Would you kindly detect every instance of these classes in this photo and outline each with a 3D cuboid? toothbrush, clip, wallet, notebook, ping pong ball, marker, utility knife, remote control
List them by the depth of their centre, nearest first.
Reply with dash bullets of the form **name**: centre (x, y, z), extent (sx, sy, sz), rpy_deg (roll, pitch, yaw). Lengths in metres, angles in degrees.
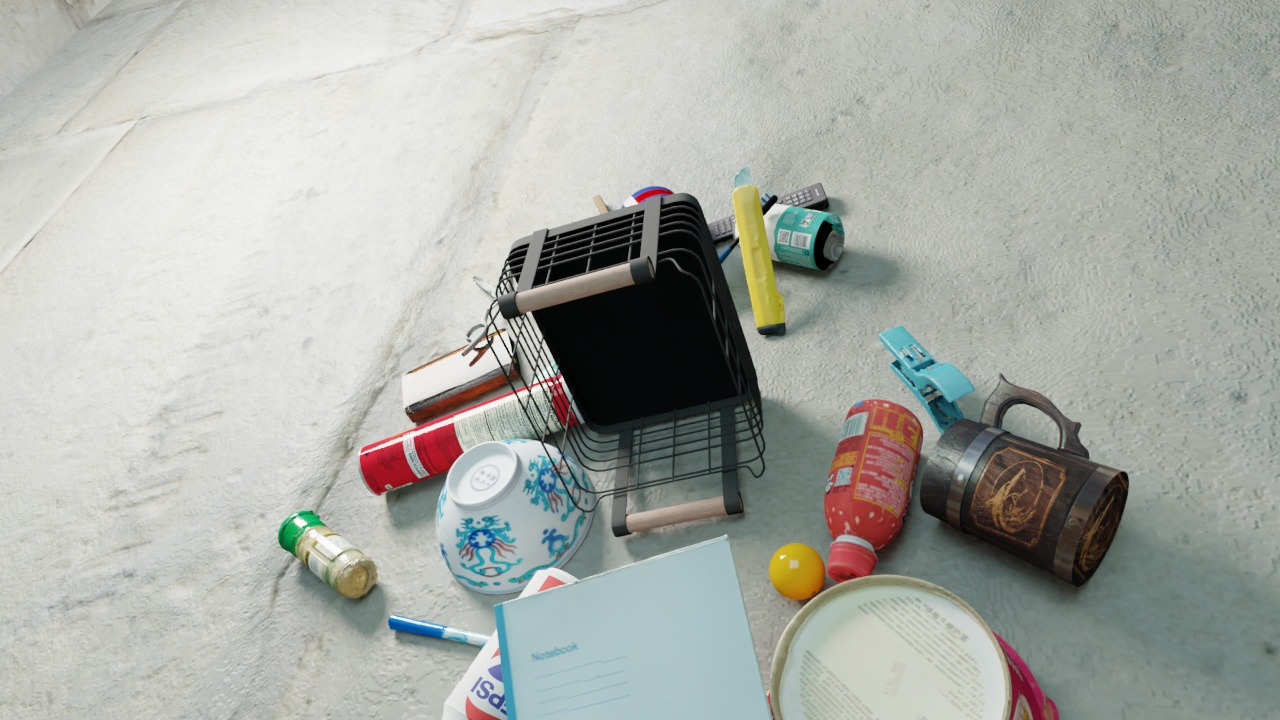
- **notebook**: centre (0.000, 0.253, 0.558), extent (0.181, 0.009, 0.253), rpy_deg (-22, 63, 19)
- **ping pong ball**: centre (0.113, 0.152, 0.660), extent (0.040, 0.040, 0.040), rpy_deg (-14, 44, 14)
- **clip**: centre (0.236, 0.035, 0.724), extent (0.031, 0.121, 0.130), rpy_deg (-29, 12, 1)
- **marker**: centre (-0.146, 0.222, 0.738), extent (0.142, 0.013, 0.013), rpy_deg (2, 50, 27)
- **utility knife**: centre (0.110, -0.103, 0.862), extent (0.030, 0.017, 0.164), rpy_deg (-10, 85, 7)
- **toothbrush**: centre (0.074, -0.096, 0.890), extent (0.014, 0.014, 0.168), rpy_deg (43, 101, 9)
- **toothbrush**: centre (-0.068, -0.002, 0.912), extent (0.135, 0.017, 0.022), rpy_deg (-39, 45, -13)
- **wallet**: centre (-0.186, 0.016, 0.950), extent (0.123, 0.019, 0.072), rpy_deg (-25, 39, 2)
- **remote control**: centre (0.128, -0.149, 0.960), extent (0.136, 0.015, 0.032), rpy_deg (-19, 43, 12)
- **toothbrush**: centre (-0.027, -0.140, 1.026), extent (0.016, 0.016, 0.166), rpy_deg (-26, 43, 0)

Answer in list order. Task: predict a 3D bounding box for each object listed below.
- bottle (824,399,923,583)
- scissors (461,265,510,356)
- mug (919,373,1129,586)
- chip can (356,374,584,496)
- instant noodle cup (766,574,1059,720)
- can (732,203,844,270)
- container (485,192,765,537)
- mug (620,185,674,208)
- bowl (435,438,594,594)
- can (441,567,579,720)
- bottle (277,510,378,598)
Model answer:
- **bottle**: centre (0.166, 0.098, 0.670), extent (0.062, 0.062, 0.137), rpy_deg (4, 51, 29)
- **scissors**: centre (-0.165, -0.061, 1.005), extent (0.142, 0.014, 0.161), rpy_deg (10, 47, 40)
- **mug**: centre (0.265, 0.076, 0.621), extent (0.107, 0.080, 0.115), rpy_deg (23, 84, 41)
- **chip can**: centre (-0.158, 0.069, 0.862), extent (0.215, 0.052, 0.051), rpy_deg (-20, 43, 7)
- **instant noodle cup**: centre (0.154, 0.208, 0.558), extent (0.179, 0.078, 0.178), rpy_deg (-13, 45, 13)
- **can**: centre (0.145, -0.123, 0.897), extent (0.102, 0.055, 0.054), rpy_deg (18, 59, 38)
- **container**: centre (-0.004, 0.004, 0.721), extent (0.163, 0.241, 0.130), rpy_deg (-14, 35, 14)
- **mug**: centre (0.006, -0.127, 0.942), extent (0.111, 0.075, 0.076), rpy_deg (-11, 39, -20)
- **bowl**: centre (-0.119, 0.116, 0.781), extent (0.144, 0.074, 0.143), rpy_deg (-14, 44, 14)
- **can**: centre (-0.081, 0.222, 0.664), extent (0.070, 0.070, 0.131), rpy_deg (16, 57, 36)
- **bottle**: centre (-0.283, 0.174, 0.829), extent (0.111, 0.043, 0.043), rpy_deg (22, 61, 38)
